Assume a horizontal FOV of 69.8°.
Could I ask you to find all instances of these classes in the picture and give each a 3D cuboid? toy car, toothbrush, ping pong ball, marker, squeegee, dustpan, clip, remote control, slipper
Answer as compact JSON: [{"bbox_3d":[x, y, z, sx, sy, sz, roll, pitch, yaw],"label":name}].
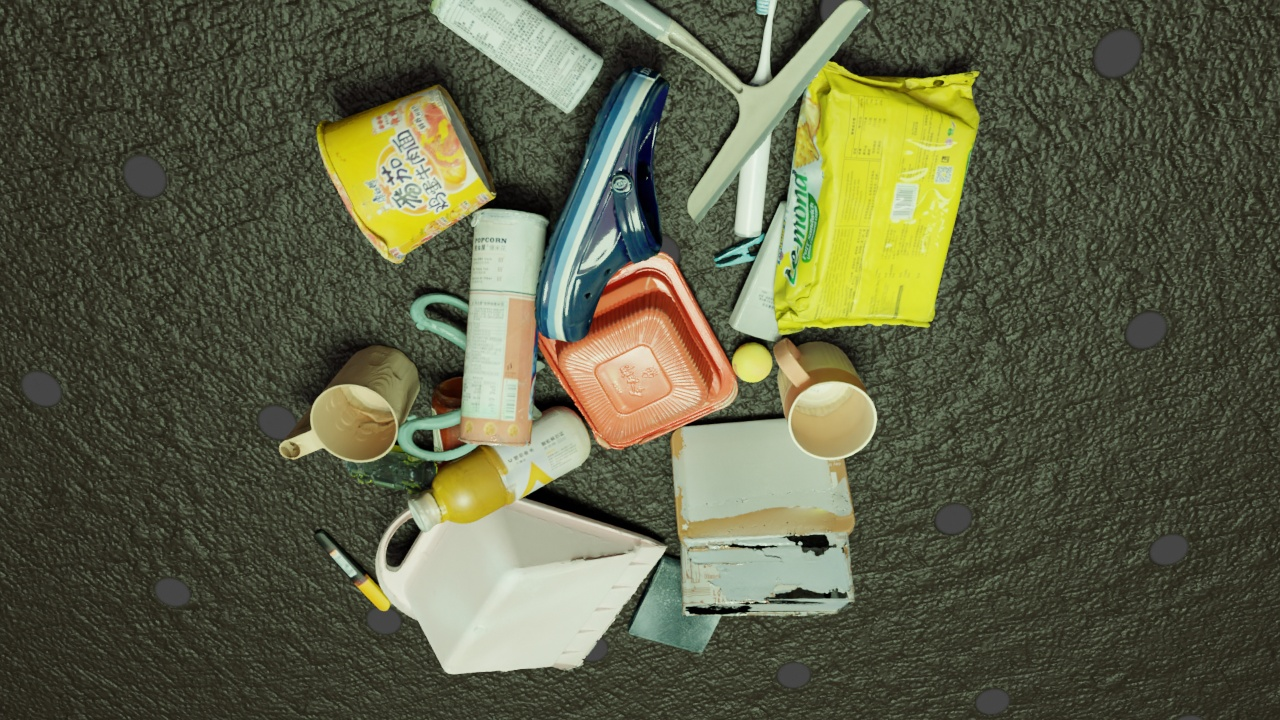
[{"bbox_3d":[-0.268,0.111,0.990,0.105,0.032,0.048,10,115,9],"label":"toy car"},{"bbox_3d":[0.108,-0.222,0.835,0.026,0.026,0.221,9,115,13],"label":"toothbrush"},{"bbox_3d":[0.113,0.002,0.928,0.040,0.040,0.040,0,114,1],"label":"ping pong ball"},{"bbox_3d":[-0.332,0.242,1.059,0.018,0.015,0.124,-34,107,13],"label":"marker"},{"bbox_3d":[0.025,-0.284,0.804,0.246,0.039,0.247,35,128,-7],"label":"squeegee"},{"bbox_3d":[-0.141,0.233,1.020,0.273,0.139,0.223,11,122,-47],"label":"dustpan"},{"bbox_3d":[0.098,-0.105,0.895,0.057,0.015,0.050,-20,115,8],"label":"clip"},{"bbox_3d":[0.136,-0.086,0.888,0.056,0.019,0.135,15,108,-22],"label":"remote control"},{"bbox_3d":[-0.019,-0.131,0.822,0.095,0.105,0.253,22,107,7],"label":"slipper"}]

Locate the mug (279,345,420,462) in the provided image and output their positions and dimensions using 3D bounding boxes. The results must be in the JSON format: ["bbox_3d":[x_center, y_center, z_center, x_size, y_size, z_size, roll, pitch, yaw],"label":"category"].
[{"bbox_3d":[-0.289,0.048,0.922,0.125,0.103,0.084,-22,112,11],"label":"mug"}]

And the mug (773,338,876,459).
[{"bbox_3d":[0.170,0.026,0.901,0.082,0.105,0.114,-39,108,16],"label":"mug"}]

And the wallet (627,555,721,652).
[{"bbox_3d":[0.049,0.286,1.070,0.097,0.019,0.121,18,115,-8],"label":"wallet"}]

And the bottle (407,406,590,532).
[{"bbox_3d":[-0.140,0.111,0.921,0.189,0.068,0.068,-27,116,-26],"label":"bottle"}]

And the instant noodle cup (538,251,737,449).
[{"bbox_3d":[-0.005,0.005,0.912,0.165,0.079,0.189,-26,112,13],"label":"instant noodle cup"}]

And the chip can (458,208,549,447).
[{"bbox_3d":[-0.128,-0.028,0.857,0.071,0.071,0.214,4,89,-1],"label":"chip can"}]

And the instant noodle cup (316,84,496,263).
[{"bbox_3d":[-0.200,-0.170,0.813,0.110,0.138,0.138,-25,112,3],"label":"instant noodle cup"}]

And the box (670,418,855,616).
[{"bbox_3d":[0.124,0.167,0.980,0.183,0.193,0.157,-1,157,1],"label":"box"}]

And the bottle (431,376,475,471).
[{"bbox_3d":[-0.187,0.118,0.977,0.060,0.059,0.206,3,118,0],"label":"bottle"}]

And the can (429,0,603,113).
[{"bbox_3d":[-0.106,-0.280,0.796,0.146,0.058,0.058,34,110,-13],"label":"can"}]

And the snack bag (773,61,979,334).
[{"bbox_3d":[0.215,-0.140,0.833,0.158,0.068,0.247,0,113,-13],"label":"snack bag"}]

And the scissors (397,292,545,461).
[{"bbox_3d":[-0.181,0.025,0.897,0.170,0.178,0.019,43,150,-9],"label":"scissors"}]
